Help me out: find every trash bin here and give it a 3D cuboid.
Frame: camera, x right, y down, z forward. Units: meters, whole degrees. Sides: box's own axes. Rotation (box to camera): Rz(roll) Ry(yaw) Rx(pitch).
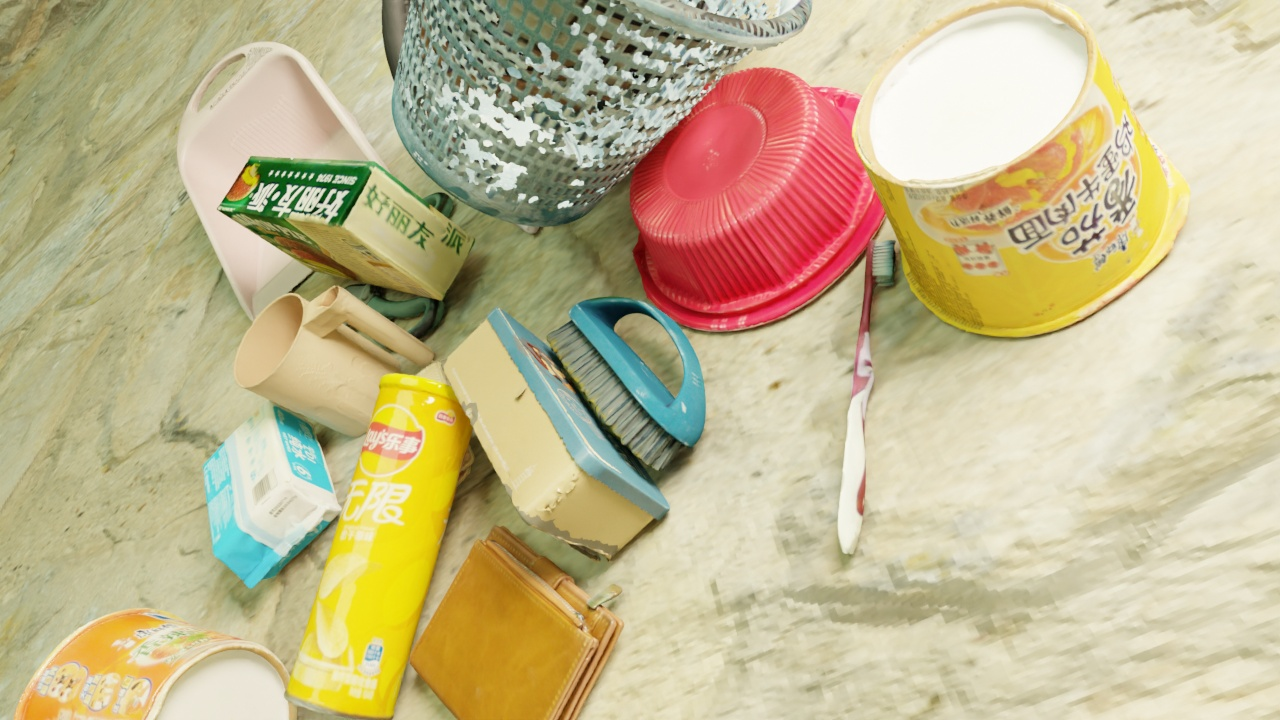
[{"bbox_3d":[-0.047,-0.196,0.544,0.196,0.226,0.226,-49,36,43],"label":"trash bin"}]

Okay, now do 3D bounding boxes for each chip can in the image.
[{"bbox_3d":[-0.167,0.119,0.603,0.072,0.072,0.213,1,70,40],"label":"chip can"}]

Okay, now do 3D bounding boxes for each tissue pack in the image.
[{"bbox_3d":[-0.300,0.105,0.746,0.090,0.063,0.140,-44,45,6],"label":"tissue pack"}]

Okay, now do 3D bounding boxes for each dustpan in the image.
[{"bbox_3d":[-0.408,-0.212,0.990,0.223,0.139,0.273,-41,44,11],"label":"dustpan"}]

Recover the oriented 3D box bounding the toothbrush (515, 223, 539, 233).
[{"bbox_3d":[-0.135,-0.151,0.809,0.189,0.029,0.021,41,132,45],"label":"toothbrush"}]

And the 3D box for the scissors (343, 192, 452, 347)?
[{"bbox_3d":[-0.212,-0.069,0.821,0.170,0.019,0.180,-49,44,1],"label":"scissors"}]

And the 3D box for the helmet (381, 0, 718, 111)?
[{"bbox_3d":[-0.050,-0.278,0.705,0.275,0.230,0.156,-33,6,27],"label":"helmet"}]

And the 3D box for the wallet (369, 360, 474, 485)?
[{"bbox_3d":[-0.164,0.061,0.692,0.087,0.024,0.115,-43,44,15],"label":"wallet"}]

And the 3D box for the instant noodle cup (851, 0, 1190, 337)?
[{"bbox_3d":[0.176,-0.098,0.448,0.138,0.110,0.137,-21,51,27],"label":"instant noodle cup"}]

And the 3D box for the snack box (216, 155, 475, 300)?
[{"bbox_3d":[-0.260,-0.118,0.796,0.240,0.114,0.063,14,73,45],"label":"snack box"}]

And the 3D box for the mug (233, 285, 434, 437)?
[{"bbox_3d":[-0.245,-0.002,0.740,0.125,0.103,0.084,-28,48,23],"label":"mug"}]

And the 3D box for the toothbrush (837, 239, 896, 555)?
[{"bbox_3d":[0.122,0.013,0.490,0.017,0.016,0.187,-2,61,28],"label":"toothbrush"}]

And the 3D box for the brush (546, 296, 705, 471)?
[{"bbox_3d":[-0.003,0.003,0.570,0.073,0.055,0.144,-47,43,5],"label":"brush"}]

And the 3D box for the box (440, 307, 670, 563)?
[{"bbox_3d":[-0.054,0.046,0.562,0.059,0.090,0.184,-46,46,4],"label":"box"}]

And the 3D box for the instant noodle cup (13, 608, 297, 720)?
[{"bbox_3d":[-0.314,0.246,0.613,0.112,0.151,0.151,-5,60,29],"label":"instant noodle cup"}]

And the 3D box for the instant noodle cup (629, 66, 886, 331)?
[{"bbox_3d":[0.062,-0.115,0.588,0.194,0.066,0.193,-21,52,29],"label":"instant noodle cup"}]

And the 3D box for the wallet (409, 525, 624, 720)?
[{"bbox_3d":[-0.075,0.162,0.540,0.131,0.035,0.119,26,83,46],"label":"wallet"}]
